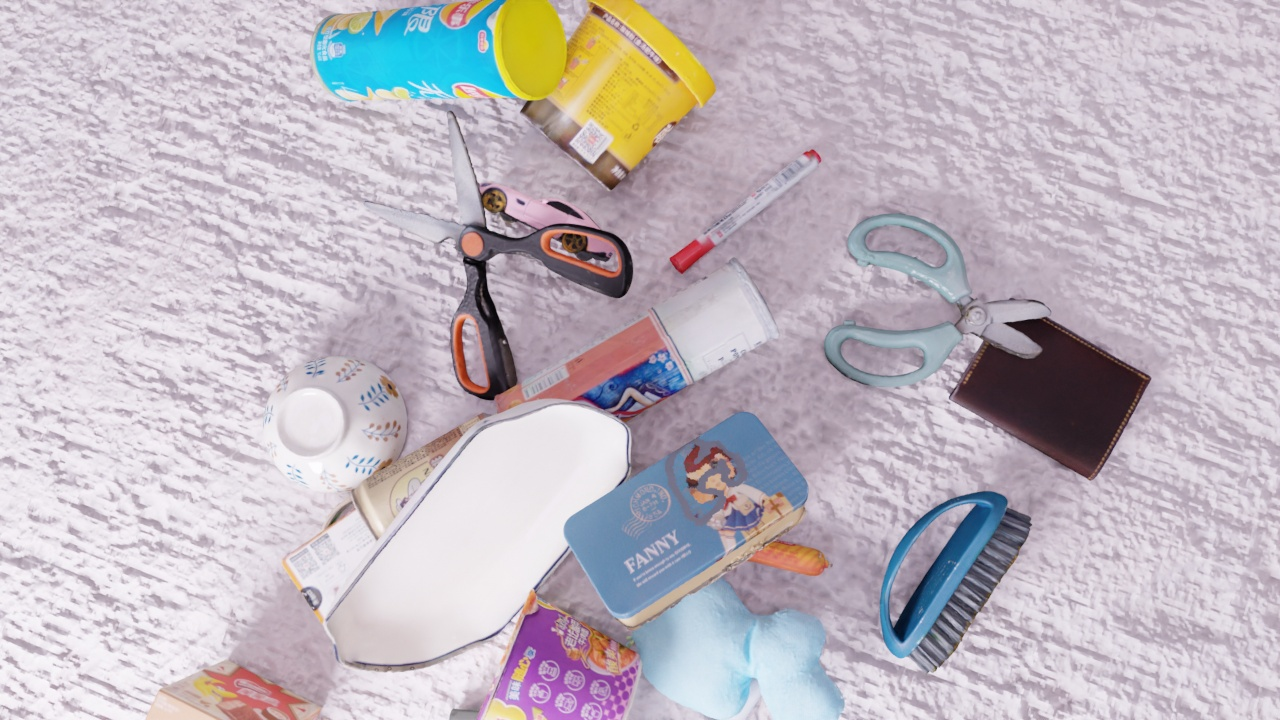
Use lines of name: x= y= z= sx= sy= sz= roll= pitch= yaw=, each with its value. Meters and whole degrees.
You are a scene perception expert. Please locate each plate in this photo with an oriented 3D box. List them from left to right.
plate: x=-0.118 y=0.124 z=0.662 sx=0.266 sy=0.162 sz=0.034 roll=-51 pitch=49 yaw=14

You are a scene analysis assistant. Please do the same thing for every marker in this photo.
marker: x=0.085 y=-0.120 z=0.737 sx=0.145 sy=0.017 sz=0.017 roll=-38 pitch=83 yaw=0
marker: x=0.086 y=0.255 z=0.702 sx=0.022 sy=0.018 sz=0.130 roll=34 pitch=88 yaw=-3

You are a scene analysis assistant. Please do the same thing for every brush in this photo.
brush: x=0.224 y=0.156 z=0.680 sx=0.073 sy=0.055 sz=0.144 roll=35 pitch=89 yaw=5

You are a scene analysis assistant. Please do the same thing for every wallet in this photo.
wallet: x=0.315 y=0.020 z=0.705 sx=0.122 sy=0.020 sz=0.096 roll=32 pitch=83 yaw=8

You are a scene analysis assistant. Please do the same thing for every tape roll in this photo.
tape roll: x=-0.215 y=0.148 z=0.738 sx=0.086 sy=0.014 sz=0.085 roll=0 pitch=84 yaw=4

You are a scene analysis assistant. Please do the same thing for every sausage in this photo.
sausage: x=0.067 y=0.141 z=0.712 sx=0.165 sy=0.021 sz=0.021 roll=13 pitch=86 yaw=5

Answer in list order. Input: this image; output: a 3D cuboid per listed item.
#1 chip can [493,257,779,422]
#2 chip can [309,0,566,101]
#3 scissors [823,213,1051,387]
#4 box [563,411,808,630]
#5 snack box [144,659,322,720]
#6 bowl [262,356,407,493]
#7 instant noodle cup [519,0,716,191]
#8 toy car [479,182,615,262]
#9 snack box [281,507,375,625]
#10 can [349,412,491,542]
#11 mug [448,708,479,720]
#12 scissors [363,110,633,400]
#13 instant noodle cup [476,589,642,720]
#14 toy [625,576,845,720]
chip can: x=-0.004 y=0.004 z=0.705 sx=0.215 sy=0.071 sz=0.071 roll=-29 pitch=83 yaw=2
chip can: x=-0.158 y=-0.232 z=0.693 sx=0.211 sy=0.071 sz=0.071 roll=10 pitch=85 yaw=34
scissors: x=0.220 y=-0.026 z=0.710 sx=0.176 sy=0.019 sz=0.172 roll=34 pitch=88 yaw=12
box: x=0.030 y=0.120 z=0.673 sx=0.184 sy=0.062 sz=0.090 roll=-32 pitch=63 yaw=-13
snack box: x=-0.314 y=0.290 z=0.693 sx=0.093 sy=0.094 sz=0.077 roll=23 pitch=87 yaw=6
bowl: x=-0.249 y=0.049 z=0.727 sx=0.113 sy=0.062 sz=0.113 roll=-1 pitch=83 yaw=5
instant noodle cup: x=-0.022 y=-0.204 z=0.707 sx=0.118 sy=0.118 sz=0.114 roll=42 pitch=96 yaw=7
toy car: x=-0.075 y=-0.113 z=0.730 sx=0.122 sy=0.056 sz=0.037 roll=26 pitch=91 yaw=7
snack box: x=-0.191 y=0.140 z=0.712 sx=0.153 sy=0.026 sz=0.075 roll=-35 pitch=85 yaw=-11
can: x=-0.150 y=0.090 z=0.681 sx=0.116 sy=0.058 sz=0.058 roll=-30 pitch=83 yaw=-11
mug: x=-0.100 y=0.328 z=0.686 sx=0.103 sy=0.084 sz=0.123 roll=2 pitch=60 yaw=4
scissors: x=-0.115 y=-0.074 z=0.714 sx=0.234 sy=0.021 sz=0.221 roll=13 pitch=108 yaw=14
instant noodle cup: x=-0.058 y=0.239 z=0.673 sx=0.099 sy=0.111 sz=0.111 roll=23 pitch=87 yaw=1
toy: x=0.062 y=0.219 z=0.686 sx=0.156 sy=0.049 sz=0.161 roll=-17 pitch=76 yaw=14
